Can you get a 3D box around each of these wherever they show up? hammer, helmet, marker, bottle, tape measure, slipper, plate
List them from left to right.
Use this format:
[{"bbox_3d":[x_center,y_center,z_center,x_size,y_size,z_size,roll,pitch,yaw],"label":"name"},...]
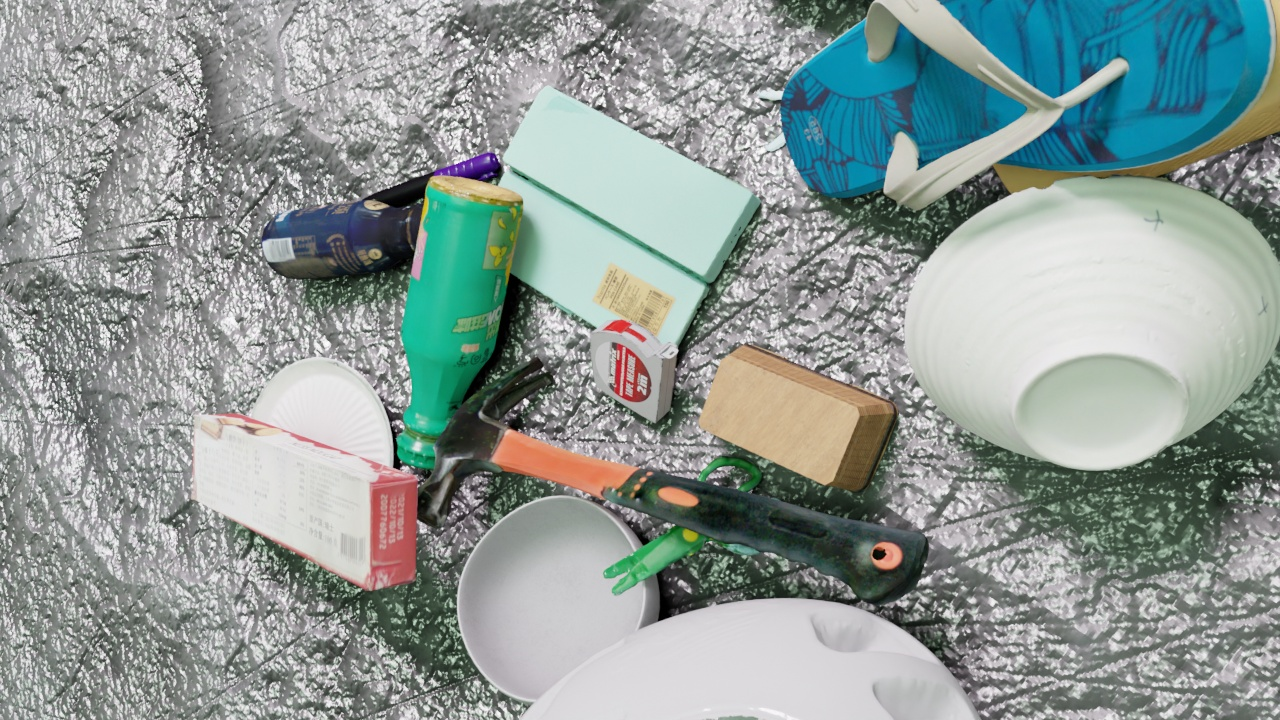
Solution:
[{"bbox_3d":[-0.261,0.076,0.749,0.157,0.014,0.157,-1,88,25],"label":"plate"},{"bbox_3d":[-0.219,-0.095,0.711,0.161,0.056,0.056,-2,88,24],"label":"bottle"},{"bbox_3d":[-0.167,-0.134,0.712,0.134,0.015,0.018,-13,92,23],"label":"marker"},{"bbox_3d":[-0.137,-0.023,0.661,0.068,0.068,0.210,21,107,23],"label":"bottle"},{"bbox_3d":[-0.004,0.004,0.617,0.062,0.020,0.060,29,138,24],"label":"tape measure"},{"bbox_3d":[0.008,0.083,0.572,0.334,0.033,0.132,13,62,29],"label":"hammer"},{"bbox_3d":[0.049,0.242,0.498,0.282,0.183,0.224,-26,113,7],"label":"helmet"},{"bbox_3d":[0.144,-0.135,0.451,0.295,0.060,0.118,3,110,65],"label":"slipper"}]

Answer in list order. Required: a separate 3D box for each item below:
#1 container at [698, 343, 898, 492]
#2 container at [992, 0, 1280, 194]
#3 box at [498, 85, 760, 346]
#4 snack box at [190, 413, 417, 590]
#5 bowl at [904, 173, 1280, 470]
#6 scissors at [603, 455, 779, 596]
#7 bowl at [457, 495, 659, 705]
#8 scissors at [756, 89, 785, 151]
[{"bbox_3d":[0.092,0.035,0.565,0.114,0.061,0.063,23,98,23],"label":"container"},{"bbox_3d":[0.244,-0.180,0.427,0.129,0.184,0.167,-13,86,-22],"label":"container"},{"bbox_3d":[-0.026,-0.096,0.644,0.187,0.033,0.136,31,96,22],"label":"box"},{"bbox_3d":[-0.255,0.095,0.676,0.273,0.044,0.076,8,97,42],"label":"snack box"},{"bbox_3d":[0.221,0.004,0.451,0.177,0.070,0.178,9,131,11],"label":"bowl"},{"bbox_3d":[0.035,0.116,0.580,0.130,0.014,0.070,-35,76,-17],"label":"scissors"},{"bbox_3d":[-0.050,0.163,0.616,0.132,0.064,0.131,-8,64,16],"label":"bowl"},{"bbox_3d":[0.133,-0.180,0.582,0.134,0.015,0.104,7,95,28],"label":"scissors"}]
